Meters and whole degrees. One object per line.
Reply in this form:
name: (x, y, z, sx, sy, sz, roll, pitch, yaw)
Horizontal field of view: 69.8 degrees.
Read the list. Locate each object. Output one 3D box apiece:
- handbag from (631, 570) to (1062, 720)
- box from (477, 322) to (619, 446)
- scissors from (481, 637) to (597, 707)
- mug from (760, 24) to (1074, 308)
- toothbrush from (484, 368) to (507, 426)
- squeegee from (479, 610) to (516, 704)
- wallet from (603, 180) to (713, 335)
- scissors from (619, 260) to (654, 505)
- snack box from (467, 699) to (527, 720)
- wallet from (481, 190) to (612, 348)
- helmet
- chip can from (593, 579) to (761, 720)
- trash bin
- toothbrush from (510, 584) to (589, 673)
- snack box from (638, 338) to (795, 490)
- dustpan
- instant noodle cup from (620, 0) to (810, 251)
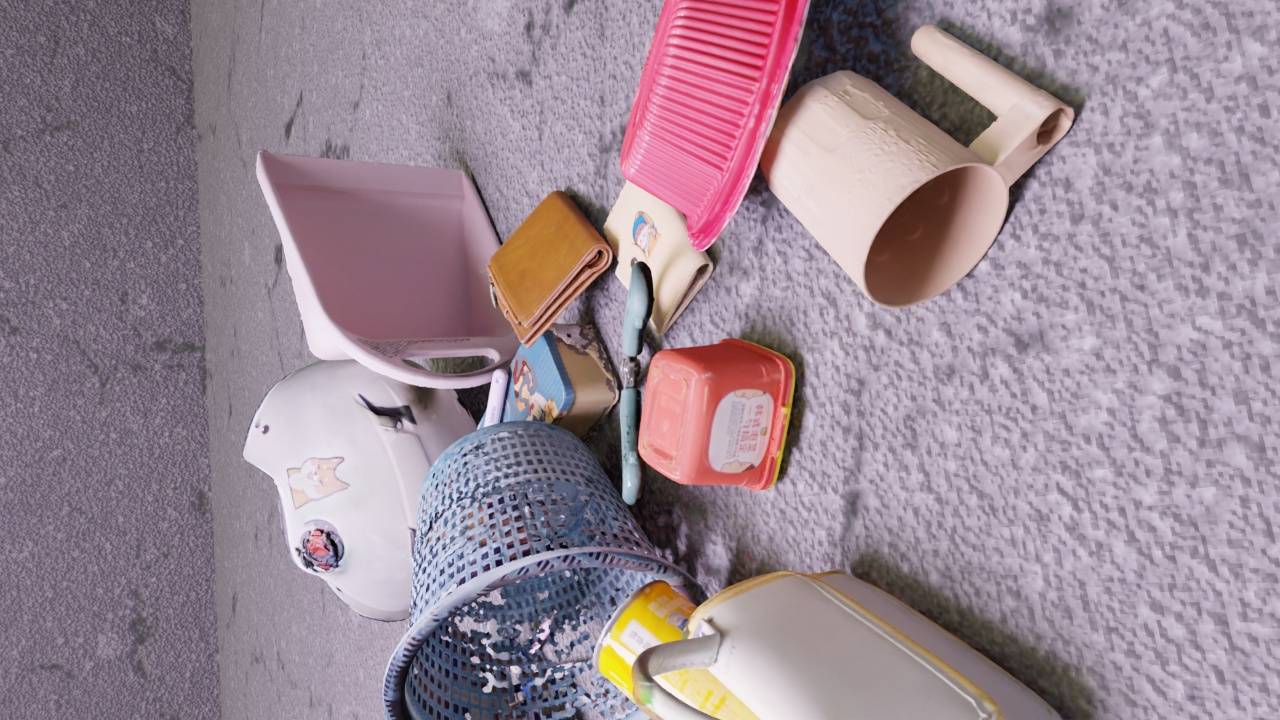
handbag: (0.089, 0.160, 0.442, 0.163, 0.178, 0.063, 29, 108, 54)
box: (-0.088, 0.051, 0.808, 0.185, 0.059, 0.089, -56, 46, 38)
scissors: (-0.096, 0.298, 0.852, 0.165, 0.012, 0.157, 32, 129, 36)
mug: (0.134, -0.104, 0.468, 0.125, 0.084, 0.103, -46, 48, 15)
toothbrush: (-0.141, 0.095, 0.820, 0.021, 0.029, 0.189, -72, -5, -71)
squeegee: (-0.134, 0.333, 0.870, 0.248, 0.040, 0.250, 23, 119, 42)
wallet: (0.008, -0.084, 0.695, 0.115, 0.024, 0.087, 62, 141, 30)
scissors: (-0.004, 0.004, 0.646, 0.170, 0.019, 0.180, -91, 3, -47)
snack box: (-0.094, 0.416, 0.772, 0.115, 0.063, 0.240, -41, 71, 48)
wallet: (-0.086, -0.077, 0.770, 0.119, 0.035, 0.130, -49, 35, 11)
helmet: (-0.238, 0.105, 0.910, 0.157, 0.229, 0.274, -31, 87, 26)
chip can: (0.070, 0.212, 0.513, 0.213, 0.071, 0.072, 31, 117, 32)
trash bin: (-0.081, 0.157, 0.687, 0.195, 0.226, 0.227, -116, 40, -51)
toothbrush: (-0.087, 0.250, 0.848, 0.016, 0.017, 0.188, 52, 137, 18)
snack box: (0.048, 0.035, 0.587, 0.082, 0.080, 0.091, 25, 110, 52)
dustpan: (-0.213, -0.095, 0.859, 0.139, 0.222, 0.273, -21, 78, 52)
instant noodle cup: (0.036, -0.166, 0.542, 0.194, 0.066, 0.194, -165, 91, -81)
